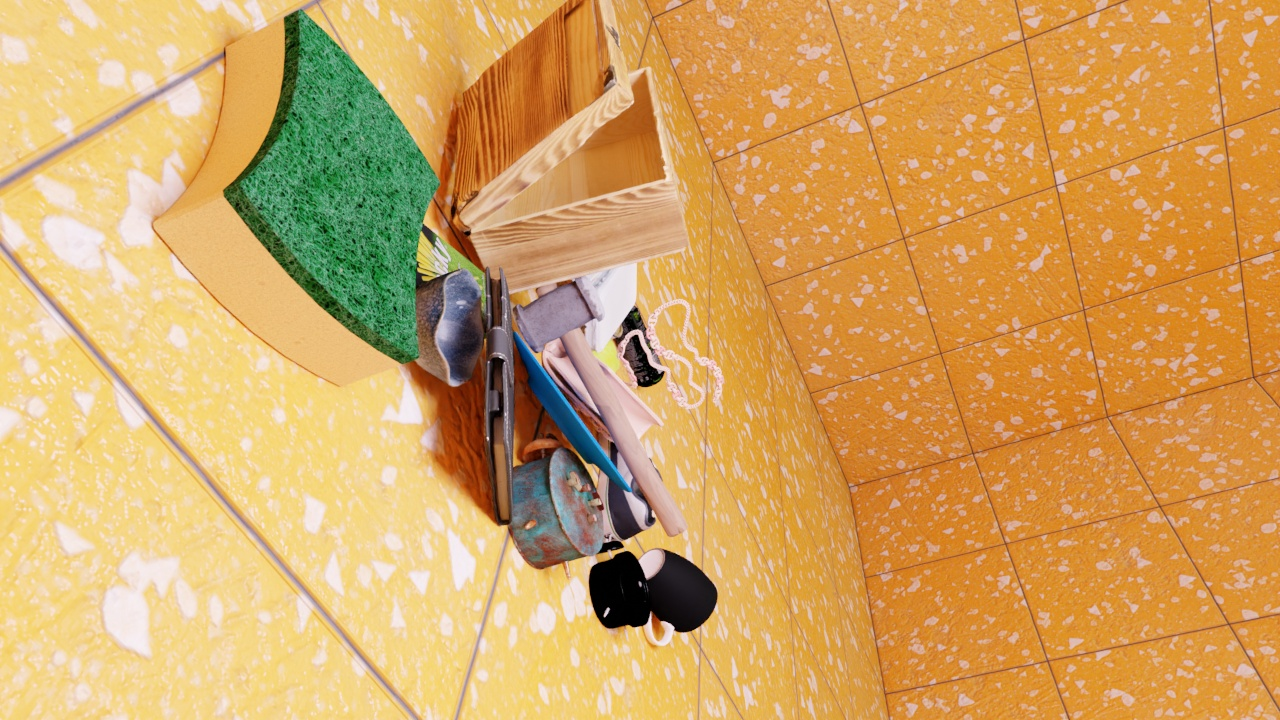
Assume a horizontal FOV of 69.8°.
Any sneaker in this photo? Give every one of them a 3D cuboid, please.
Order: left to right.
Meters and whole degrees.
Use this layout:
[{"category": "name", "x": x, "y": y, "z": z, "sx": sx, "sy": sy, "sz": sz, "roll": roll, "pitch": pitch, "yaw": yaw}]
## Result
[{"category": "sneaker", "x": -0.008, "y": 0.141, "z": 1.227, "sx": 0.234, "sy": 0.079, "sz": 0.084, "roll": -88, "pitch": 153, "yaw": -51}]

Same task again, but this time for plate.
[{"category": "plate", "x": -0.085, "y": 0.064, "z": 1.039, "sx": 0.224, "sy": 0.024, "sz": 0.224, "roll": 53, "pitch": -5, "yaw": 7}]

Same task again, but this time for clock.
[{"category": "clock", "x": -0.085, "y": 0.144, "z": 0.987, "sx": 0.157, "sy": 0.073, "sz": 0.121, "roll": -90, "pitch": 155, "yaw": -49}, {"category": "clock", "x": -0.025, "y": 0.267, "z": 1.100, "sx": 0.120, "sy": 0.043, "sz": 0.091, "roll": -92, "pitch": 157, "yaw": -45}]

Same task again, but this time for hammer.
[{"category": "hammer", "x": -0.035, "y": 0.058, "z": 1.061, "sx": 0.328, "sy": 0.098, "sz": 0.052, "roll": 63, "pitch": 4, "yaw": -3}]

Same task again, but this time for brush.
[{"category": "brush", "x": -0.253, "y": -0.127, "z": 0.729, "sx": 0.195, "sy": 0.075, "sz": 0.249, "roll": 54, "pitch": 24, "yaw": -46}]

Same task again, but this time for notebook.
[{"category": "notebook", "x": -0.138, "y": 0.032, "z": 0.906, "sx": 0.170, "sy": 0.029, "sz": 0.208, "roll": 96, "pitch": -13, "yaw": -53}]

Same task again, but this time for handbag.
[{"category": "handbag", "x": -0.007, "y": 0.007, "z": 1.186, "sx": 0.116, "sy": 0.187, "sz": 0.199, "roll": 42, "pitch": -4, "yaw": 44}]

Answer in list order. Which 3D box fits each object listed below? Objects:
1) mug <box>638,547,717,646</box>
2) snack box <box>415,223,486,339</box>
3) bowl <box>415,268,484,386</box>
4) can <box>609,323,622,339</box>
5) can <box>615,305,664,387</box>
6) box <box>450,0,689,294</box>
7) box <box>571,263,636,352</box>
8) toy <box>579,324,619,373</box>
[{"category": "mug", "x": 0.033, "y": 0.310, "z": 1.204, "sx": 0.100, "sy": 0.085, "sz": 0.118, "roll": 48, "pitch": 56, "yaw": -27}, {"category": "snack box", "x": -0.204, "y": -0.082, "z": 0.929, "sx": 0.147, "sy": 0.025, "sz": 0.080, "roll": 43, "pitch": 33, "yaw": -59}, {"category": "bowl", "x": -0.188, "y": -0.032, "z": 0.853, "sx": 0.110, "sy": 0.055, "sz": 0.110, "roll": 3, "pitch": 89, "yaw": -80}, {"category": "can", "x": -0.062, "y": -0.068, "z": 1.342, "sx": 0.086, "sy": 0.043, "sz": 0.086, "roll": -19, "pitch": 90, "yaw": -74}, {"category": "can", "x": -0.008, "y": -0.024, "z": 1.452, "sx": 0.053, "sy": 0.054, "sz": 0.138, "roll": -69, "pitch": 138, "yaw": -65}, {"category": "box", "x": -0.104, "y": -0.256, "z": 1.051, "sx": 0.278, "sy": 0.259, "sz": 0.221, "roll": -98, "pitch": 170, "yaw": -45}, {"category": "box", "x": -0.058, "y": -0.122, "z": 1.253, "sx": 0.186, "sy": 0.084, "sz": 0.210, "roll": 68, "pitch": 22, "yaw": -14}, {"category": "toy", "x": -0.068, "y": -0.019, "z": 1.271, "sx": 0.115, "sy": 0.046, "sz": 0.092, "roll": 58, "pitch": 21, "yaw": -19}]
